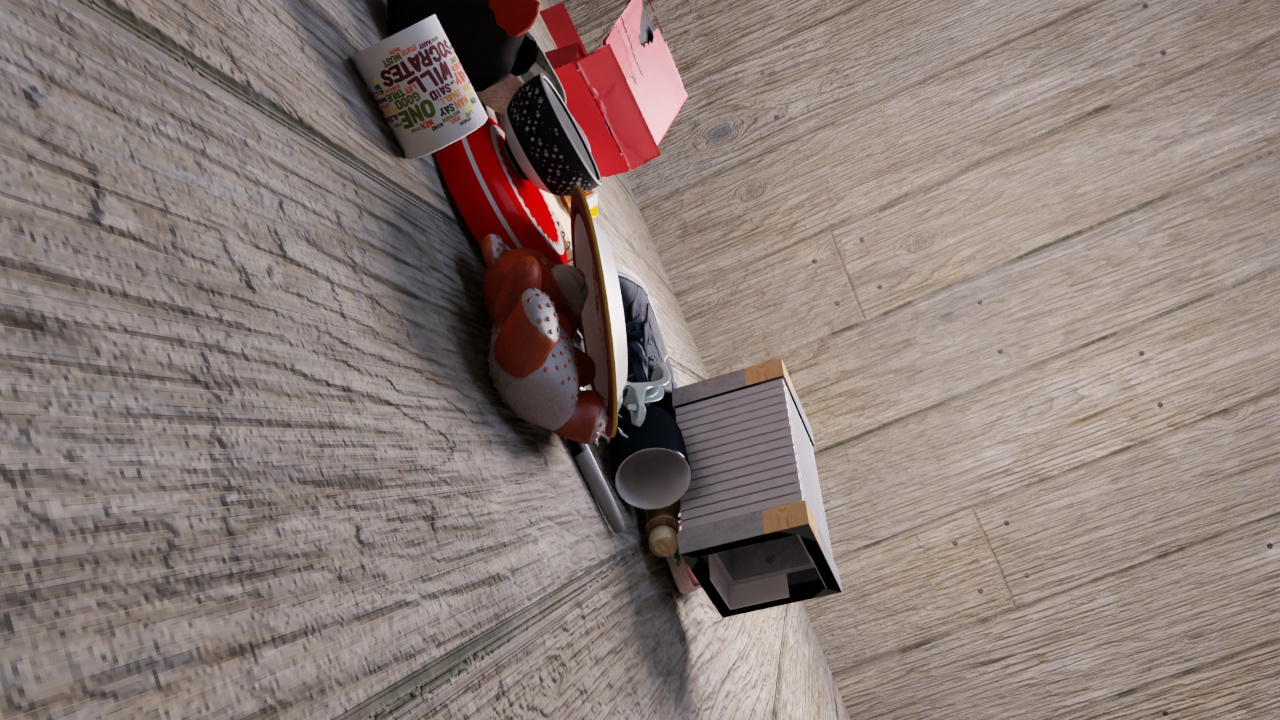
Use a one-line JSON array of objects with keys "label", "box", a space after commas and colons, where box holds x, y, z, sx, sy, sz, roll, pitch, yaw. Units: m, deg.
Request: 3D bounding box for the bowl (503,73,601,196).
[{"label": "bowl", "box": [-0.095, -0.211, 0.901, 0.120, 0.066, 0.120, 60, 9, -17]}]

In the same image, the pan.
[{"label": "pan", "box": [-0.107, -0.094, 0.943, 0.356, 0.067, 0.208, 62, 9, -12]}]

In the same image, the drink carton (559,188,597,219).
[{"label": "drink carton", "box": [-0.097, -0.247, 1.374, 0.058, 0.040, 0.122, 54, -6, 5]}]

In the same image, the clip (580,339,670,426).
[{"label": "clip", "box": [-0.045, 0.013, 1.039, 0.159, 0.030, 0.173, 24, 20, 4]}]

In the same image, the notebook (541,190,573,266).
[{"label": "notebook", "box": [-0.121, -0.204, 1.285, 0.167, 0.024, 0.225, -107, 170, -48]}]

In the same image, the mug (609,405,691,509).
[{"label": "mug", "box": [-0.003, 0.094, 1.025, 0.121, 0.085, 0.094, 43, 17, -25]}]

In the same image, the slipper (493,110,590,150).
[{"label": "slipper", "box": [-0.144, -0.310, 1.204, 0.221, 0.106, 0.056, 59, -34, 29]}]

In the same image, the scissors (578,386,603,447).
[{"label": "scissors", "box": [-0.070, 0.027, 0.913, 0.122, 0.019, 0.148, -17, 100, -65]}]

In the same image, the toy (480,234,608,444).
[{"label": "toy", "box": [-0.082, -0.027, 0.772, 0.164, 0.093, 0.172, 60, 9, -46]}]

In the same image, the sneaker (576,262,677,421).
[{"label": "sneaker", "box": [-0.007, 0.007, 1.159, 0.127, 0.120, 0.295, 57, -5, 48]}]

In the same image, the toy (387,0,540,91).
[{"label": "toy", "box": [-0.188, -0.330, 0.922, 0.159, 0.140, 0.184, 29, 11, -18]}]

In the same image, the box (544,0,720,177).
[{"label": "box", "box": [-0.034, -0.395, 1.360, 0.211, 0.318, 0.121, 57, 4, -48]}]

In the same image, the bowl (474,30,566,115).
[{"label": "bowl", "box": [-0.174, -0.359, 1.124, 0.178, 0.081, 0.178, 46, 22, -25]}]

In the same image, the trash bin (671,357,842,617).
[{"label": "trash bin", "box": [0.133, 0.148, 1.092, 0.246, 0.143, 0.142, -90, 158, -46]}]

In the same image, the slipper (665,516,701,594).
[{"label": "slipper", "box": [0.074, 0.242, 1.173, 0.239, 0.064, 0.094, 45, 23, -74]}]

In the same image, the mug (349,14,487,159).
[{"label": "mug", "box": [-0.184, -0.223, 0.754, 0.105, 0.073, 0.089, 26, -34, 61]}]

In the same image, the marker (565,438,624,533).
[{"label": "marker", "box": [-0.045, 0.108, 0.891, 0.016, 0.022, 0.138, -104, 169, -77]}]

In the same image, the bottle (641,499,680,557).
[{"label": "bottle", "box": [0.024, 0.162, 1.080, 0.165, 0.060, 0.060, -93, 159, -56]}]

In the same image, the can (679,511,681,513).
[{"label": "can", "box": [0.064, 0.170, 1.313, 0.114, 0.063, 0.063, -84, 150, -75]}]

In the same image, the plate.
[{"label": "plate", "box": [-0.036, -0.045, 0.836, 0.230, 0.021, 0.230, 171, -89, -81]}]
